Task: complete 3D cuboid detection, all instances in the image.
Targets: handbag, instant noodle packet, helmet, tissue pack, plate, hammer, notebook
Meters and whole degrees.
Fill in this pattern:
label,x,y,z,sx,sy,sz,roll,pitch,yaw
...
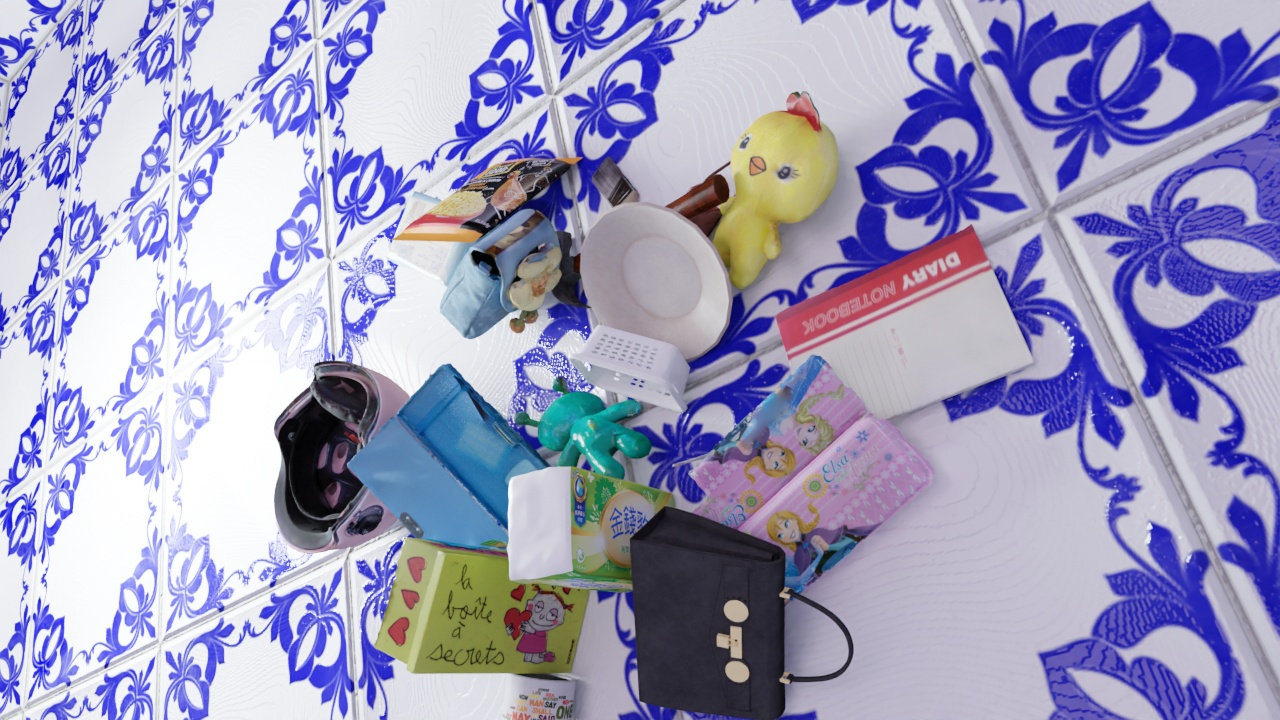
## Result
label,x,y,z,sx,sy,sz,roll,pitch,yaw
handbag,0.090,-0.193,1.041,0.055,0.029,0.120,45,99,13
instant noodle packet,-0.199,-0.212,1.197,0.160,0.032,0.220,7,41,39
helmet,-0.380,0.134,1.221,0.230,0.152,0.255,30,98,38
tissue pack,-0.070,0.181,0.937,0.142,0.197,0.120,-15,61,31
tissue pack,-0.273,-0.164,1.288,0.182,0.070,0.112,24,91,38
handbag,0.097,0.244,0.837,0.196,0.072,0.176,7,111,28
handbag,-0.169,-0.094,1.140,0.118,0.121,0.192,45,140,-1
plate,0.020,-0.087,1.008,0.189,0.027,0.189,17,125,25
hammer,-0.011,-0.142,1.061,0.302,0.028,0.111,-21,65,47
notebook,0.240,-0.021,0.868,0.209,0.012,0.153,-25,61,22

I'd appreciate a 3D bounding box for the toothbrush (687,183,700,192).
label,x,y,z,sx,sy,sz,roll,pitch,yaw
toothbrush,0.017,-0.135,1.085,0.016,0.018,0.183,40,102,12

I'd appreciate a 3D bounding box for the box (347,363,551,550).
label,x,y,z,sx,sy,sz,roll,pitch,yaw
box,-0.209,0.140,1.080,0.174,0.033,0.231,-45,83,3

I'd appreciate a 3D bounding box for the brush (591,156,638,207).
label,x,y,z,sx,sy,sz,roll,pitch,yaw
brush,-0.018,-0.198,1.137,0.039,0.012,0.151,-46,54,17

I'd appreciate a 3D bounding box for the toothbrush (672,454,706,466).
label,x,y,z,sx,sy,sz,roll,pitch,yaw
toothbrush,0.119,0.082,0.901,0.182,0.010,0.010,-18,64,8

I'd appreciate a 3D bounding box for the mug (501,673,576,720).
label,x,y,z,sx,sy,sz,roll,pitch,yaw
mug,-0.118,0.386,0.997,0.105,0.073,0.089,-17,63,61

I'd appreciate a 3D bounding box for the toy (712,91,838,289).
label,x,y,z,sx,sy,sz,roll,pitch,yaw
toy,0.139,-0.176,0.964,0.208,0.092,0.133,-56,44,21

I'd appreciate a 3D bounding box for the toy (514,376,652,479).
label,x,y,z,sx,sy,sz,roll,pitch,yaw
toy,-0.064,0.077,1.036,0.130,0.072,0.193,-44,38,-15

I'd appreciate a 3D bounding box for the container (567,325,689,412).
label,x,y,z,sx,sy,sz,roll,pitch,yaw
container,-0.006,0.006,1.011,0.129,0.081,0.049,16,71,27

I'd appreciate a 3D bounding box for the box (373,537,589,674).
label,x,y,z,sx,sy,sz,roll,pitch,yaw
box,-0.158,0.261,0.965,0.081,0.220,0.124,8,79,39

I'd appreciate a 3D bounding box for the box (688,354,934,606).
label,x,y,z,sx,sy,sz,roll,pitch,yaw
box,0.138,0.123,0.866,0.231,0.035,0.159,-46,75,17
